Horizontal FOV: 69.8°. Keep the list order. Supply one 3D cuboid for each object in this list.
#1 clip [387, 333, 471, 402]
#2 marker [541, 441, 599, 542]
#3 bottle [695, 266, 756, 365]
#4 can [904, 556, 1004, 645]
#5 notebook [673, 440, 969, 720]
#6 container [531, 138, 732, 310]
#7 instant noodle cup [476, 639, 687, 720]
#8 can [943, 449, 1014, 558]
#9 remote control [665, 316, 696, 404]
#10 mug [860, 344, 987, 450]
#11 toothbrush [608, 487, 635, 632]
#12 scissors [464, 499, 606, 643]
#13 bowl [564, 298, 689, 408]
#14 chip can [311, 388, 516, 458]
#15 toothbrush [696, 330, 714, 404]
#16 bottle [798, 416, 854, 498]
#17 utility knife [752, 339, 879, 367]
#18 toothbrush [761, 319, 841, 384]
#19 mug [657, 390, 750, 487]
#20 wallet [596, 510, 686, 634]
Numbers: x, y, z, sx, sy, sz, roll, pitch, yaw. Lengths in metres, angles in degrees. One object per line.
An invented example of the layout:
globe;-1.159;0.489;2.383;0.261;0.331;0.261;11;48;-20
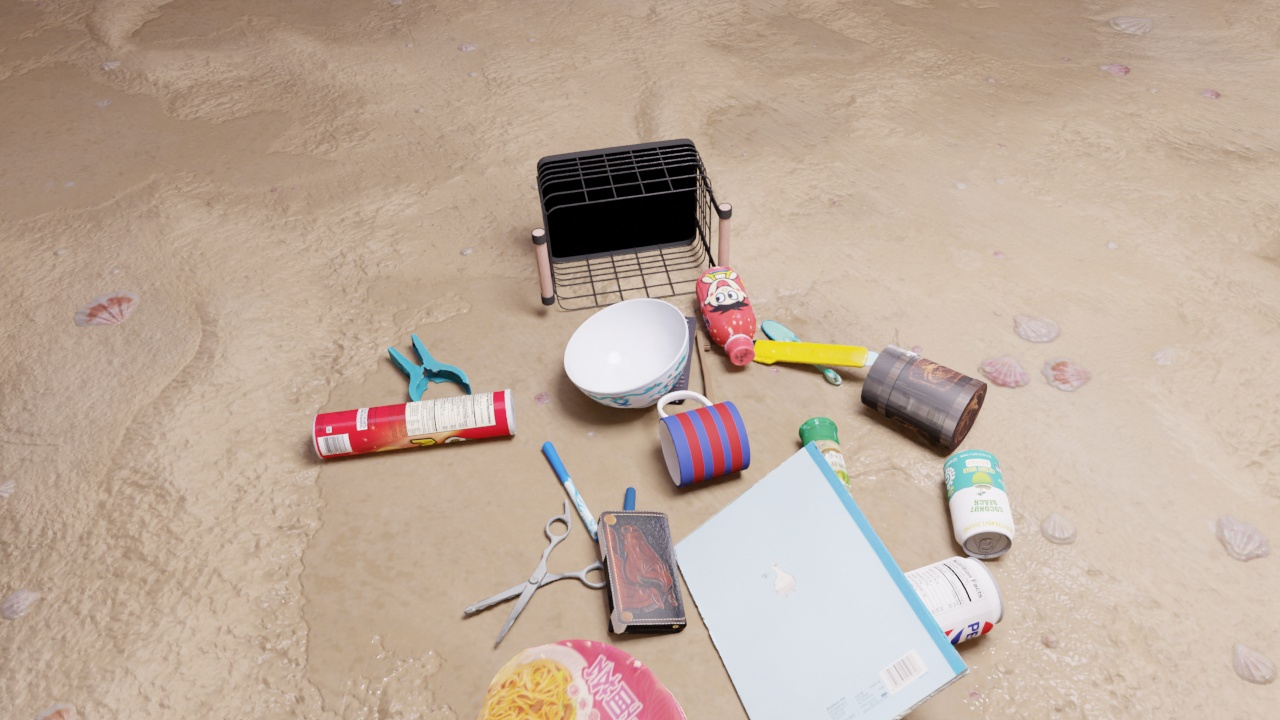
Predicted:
clip;-0.267;0.028;1.081;0.130;0.031;0.121;21;54;23
marker;-0.072;0.136;0.964;0.013;0.013;0.141;-21;47;-17
bottle;0.108;-0.051;1.110;0.062;0.062;0.137;-8;44;-5
can;0.245;0.223;0.813;0.132;0.070;0.070;-15;45;-11
notebook;0.142;0.212;0.806;0.181;0.009;0.253;-40;46;13
container;-0.017;-0.167;1.164;0.241;0.163;0.130;-9;44;-5
instant noodle cup;-0.034;0.305;0.700;0.179;0.077;0.178;-6;73;20
can;0.333;0.140;0.904;0.055;0.055;0.101;2;44;6
remote control;0.046;-0.002;1.096;0.032;0.015;0.136;3;47;7
mug;0.316;0.035;1.008;0.107;0.080;0.115;28;24;30
toothbrush;-0.016;0.192;0.902;0.014;0.014;0.167;10;44;-2
scissors;-0.101;0.202;0.898;0.141;0.014;0.161;-5;44;-6
bowl;-0.006;0.006;1.039;0.144;0.074;0.143;-13;43;12
chip can;-0.248;0.070;1.015;0.214;0.052;0.051;-7;44;-3
toothbrush;0.079;0.022;1.069;0.016;0.016;0.166;-4;44;0
bottle;0.192;0.111;0.952;0.043;0.043;0.110;-3;45;0
utility knife;0.200;-0.006;1.067;0.165;0.017;0.030;4;69;31
toothbrush;0.190;-0.013;1.096;0.022;0.017;0.135;-45;53;-2
mug;0.061;0.074;0.972;0.076;0.075;0.111;-14;48;-10
wallet;0.001;0.200;0.875;0.072;0.019;0.122;3;46;-15
